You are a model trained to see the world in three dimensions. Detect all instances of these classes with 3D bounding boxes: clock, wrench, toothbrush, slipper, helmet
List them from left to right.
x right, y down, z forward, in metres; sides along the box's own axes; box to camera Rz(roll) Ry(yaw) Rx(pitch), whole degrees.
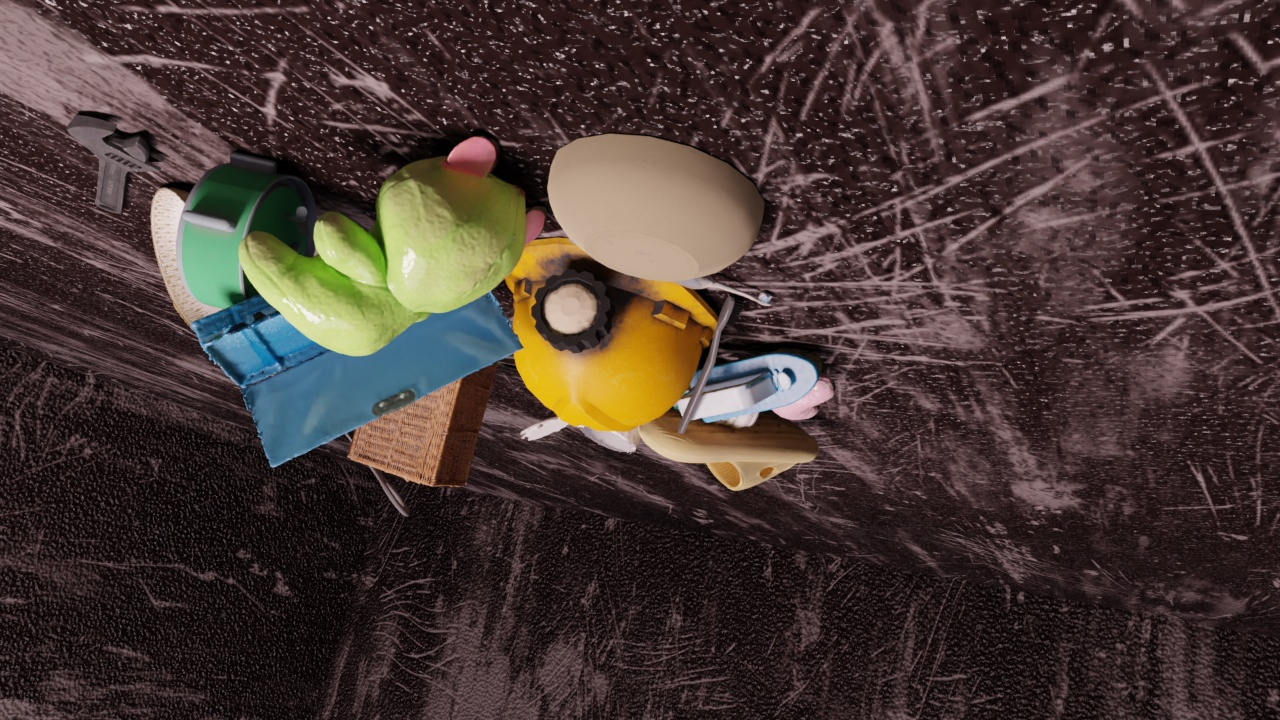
[{"bbox_3d":[-0.486,-0.172,0.845,0.073,0.018,0.274,22,164,-28],"label":"wrench"},{"bbox_3d":[-0.322,-0.086,0.779,0.075,0.121,0.162,13,142,4],"label":"clock"},{"bbox_3d":[-0.037,-0.001,0.861,0.205,0.131,0.255,9,166,12],"label":"helmet"},{"bbox_3d":[0.029,-0.074,0.746,0.185,0.024,0.022,19,-157,-21],"label":"toothbrush"},{"bbox_3d":[0.061,0.008,0.851,0.013,0.012,0.168,7,129,-17],"label":"toothbrush"},{"bbox_3d":[0.098,0.106,1.099,0.261,0.079,0.111,5,-153,-39],"label":"slipper"}]

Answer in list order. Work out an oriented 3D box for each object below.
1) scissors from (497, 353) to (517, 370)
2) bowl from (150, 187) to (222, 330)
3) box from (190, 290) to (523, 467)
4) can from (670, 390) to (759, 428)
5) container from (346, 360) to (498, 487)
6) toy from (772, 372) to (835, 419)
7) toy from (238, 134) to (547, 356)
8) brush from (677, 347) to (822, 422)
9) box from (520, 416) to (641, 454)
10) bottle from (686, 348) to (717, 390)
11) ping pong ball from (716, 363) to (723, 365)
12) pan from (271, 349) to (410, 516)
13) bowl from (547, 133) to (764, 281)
[{"bbox_3d":[-0.208,-0.006,1.209,0.150,0.012,0.165,25,159,-34],"label":"scissors"},{"bbox_3d":[-0.412,-0.100,0.889,0.145,0.145,0.063,-3,-164,46],"label":"bowl"},{"bbox_3d":[-0.221,-0.018,0.746,0.231,0.112,0.094,-26,157,-14],"label":"box"},{"bbox_3d":[0.084,0.042,1.056,0.101,0.054,0.055,16,165,-12],"label":"can"},{"bbox_3d":[-0.252,0.046,1.090,0.113,0.198,0.113,15,177,10],"label":"container"},{"bbox_3d":[0.148,0.029,0.959,0.096,0.052,0.099,16,160,2],"label":"toy"},{"bbox_3d":[-0.164,-0.071,0.652,0.197,0.107,0.150,-21,156,3],"label":"toy"},{"bbox_3d":[0.109,0.025,0.897,0.136,0.055,0.075,-15,-170,33],"label":"brush"},{"bbox_3d":[-0.055,0.055,1.074,0.136,0.146,0.084,27,158,-8],"label":"box"},{"bbox_3d":[-0.006,0.006,1.019,0.185,0.045,0.045,4,162,32],"label":"bottle"},{"bbox_3d":[0.089,0.023,1.009,0.040,0.040,0.040,12,165,3],"label":"ping pong ball"},{"bbox_3d":[-0.383,0.042,1.133,0.354,0.024,0.216,54,-178,2],"label":"pan"},{"bbox_3d":[0.006,-0.094,0.634,0.152,0.050,0.152,12,165,3],"label":"bowl"}]
